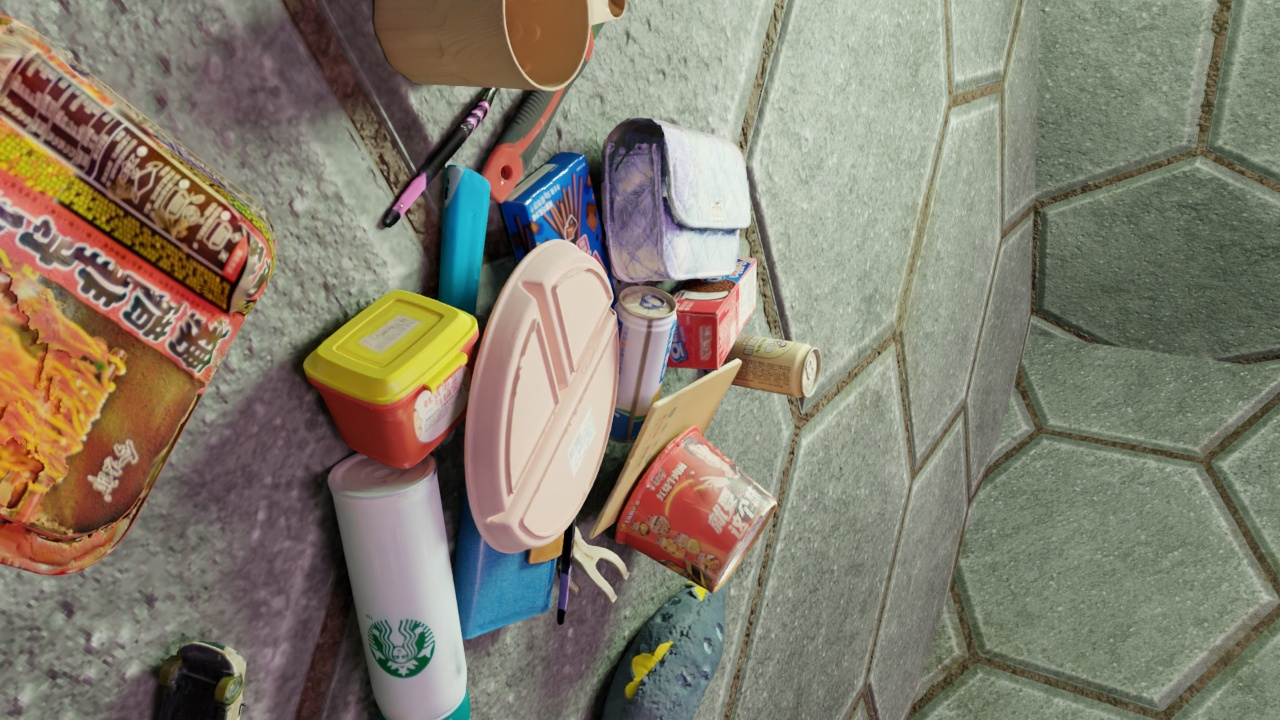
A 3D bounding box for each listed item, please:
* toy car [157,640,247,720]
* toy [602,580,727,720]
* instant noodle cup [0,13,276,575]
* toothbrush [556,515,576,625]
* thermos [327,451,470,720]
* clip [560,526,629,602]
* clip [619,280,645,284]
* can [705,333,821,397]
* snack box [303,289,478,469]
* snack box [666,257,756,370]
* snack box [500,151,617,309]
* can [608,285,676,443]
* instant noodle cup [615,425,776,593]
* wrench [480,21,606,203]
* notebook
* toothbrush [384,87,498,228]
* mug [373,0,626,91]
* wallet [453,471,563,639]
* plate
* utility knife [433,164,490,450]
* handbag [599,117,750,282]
[{"bbox_3d":[-0.240,0.196,0.503,0.035,0.042,0.090,-31,133,-80],"label":"toy car"},{"bbox_3d":[0.022,0.334,0.963,0.355,0.091,0.138,-54,170,-34],"label":"toy"},{"bbox_3d":[-0.255,-0.020,0.368,0.164,0.079,0.188,49,57,-54],"label":"instant noodle cup"},{"bbox_3d":[-0.060,0.127,0.778,0.016,0.014,0.188,25,64,-49],"label":"toothbrush"},{"bbox_3d":[-0.155,0.171,0.611,0.073,0.073,0.224,-34,128,-51],"label":"thermos"},{"bbox_3d":[-0.043,0.175,0.808,0.034,0.093,0.103,-55,153,-34],"label":"clip"},{"bbox_3d":[-0.009,-0.096,0.822,0.025,0.031,0.057,-30,120,-55],"label":"clip"},{"bbox_3d":[0.133,0.004,0.999,0.058,0.116,0.058,-27,123,-54],"label":"can"},{"bbox_3d":[-0.146,0.014,0.567,0.091,0.082,0.080,-49,148,-41],"label":"snack box"},{"bbox_3d":[0.070,-0.050,0.887,0.207,0.057,0.058,-49,140,-64],"label":"snack box"},{"bbox_3d":[-0.060,-0.076,0.734,0.084,0.026,0.157,-50,139,-41],"label":"snack box"},{"bbox_3d":[-0.005,0.005,0.792,0.053,0.053,0.135,-39,148,-48],"label":"can"},{"bbox_3d":[0.058,0.147,0.883,0.137,0.108,0.138,-49,161,-24],"label":"instant noodle cup"},{"bbox_3d":[-0.056,-0.233,0.699,0.056,0.016,0.272,51,56,-53],"label":"wrench"},{"bbox_3d":[0.029,0.079,0.882,0.207,0.008,0.148,-24,143,-61],"label":"notebook"},{"bbox_3d":[-0.117,-0.157,0.621,0.188,0.018,0.014,-60,147,-27],"label":"toothbrush"},{"bbox_3d":[-0.085,-0.215,0.567,0.124,0.104,0.084,-39,131,-48],"label":"mug"},{"bbox_3d":[-0.103,0.145,0.726,0.106,0.040,0.133,-1,101,-55],"label":"wallet"},{"bbox_3d":[-0.061,0.028,0.666,0.229,0.028,0.229,9,89,-73],"label":"plate"},{"bbox_3d":[-0.129,-0.034,0.639,0.034,0.018,0.199,-1,101,-47],"label":"utility knife"},{"bbox_3d":[0.038,-0.138,0.814,0.193,0.076,0.134,-19,107,-64],"label":"handbag"}]
